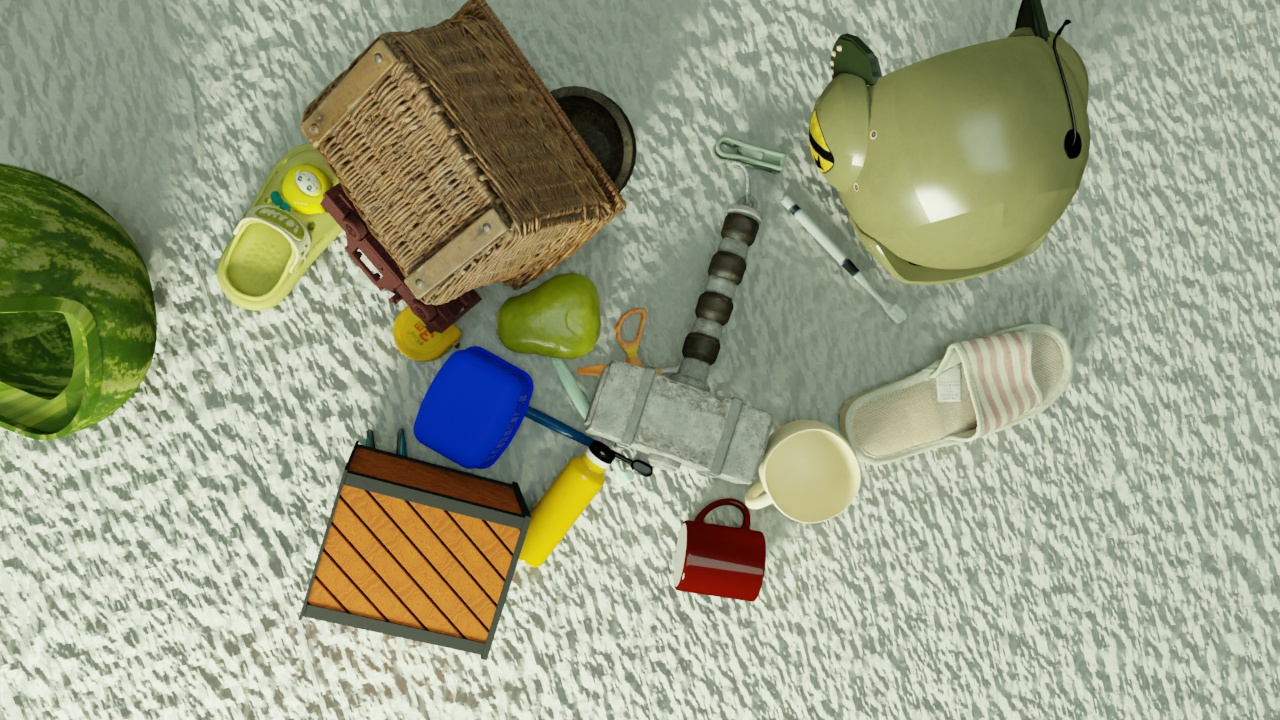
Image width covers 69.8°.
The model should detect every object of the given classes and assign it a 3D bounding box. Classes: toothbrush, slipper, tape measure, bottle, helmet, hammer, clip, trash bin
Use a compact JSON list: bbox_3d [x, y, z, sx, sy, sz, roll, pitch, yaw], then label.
[{"bbox_3d":[0.218,-0.108,0.979,0.187,0.017,0.012,45,69,-5],"label":"toothbrush"},{"bbox_3d":[0.342,0.036,0.980,0.263,0.052,0.115,-21,96,-2],"label":"slipper"},{"bbox_3d":[-0.223,-0.027,0.947,0.068,0.030,0.059,43,89,1],"label":"tape measure"},{"bbox_3d":[-0.079,0.146,0.949,0.043,0.043,0.144,36,101,-5],"label":"bottle"},{"bbox_3d":[-0.565,-0.057,0.820,0.214,0.247,0.243,-32,54,19],"label":"helmet"},{"bbox_3d":[-0.052,0.061,0.963,0.022,0.015,0.154,-31,86,18],"label":"toothbrush"},{"bbox_3d":[0.073,-0.044,0.941,0.177,0.079,0.326,19,82,-4],"label":"hammer"},{"bbox_3d":[0.113,-0.215,0.961,0.076,0.044,0.023,15,87,-4],"label":"clip"},{"bbox_3d":[0.283,-0.191,0.849,0.250,0.255,0.233,-14,91,-2],"label":"helmet"},{"bbox_3d":[-0.216,0.179,0.893,0.171,0.140,0.139,17,92,-14],"label":"trash bin"},{"bbox_3d":[-0.357,-0.135,0.908,0.091,0.081,0.190,37,93,-3],"label":"slipper"},{"bbox_3d":[-0.062,0.083,0.974,0.167,0.014,0.014,27,90,-4],"label":"toothbrush"}]

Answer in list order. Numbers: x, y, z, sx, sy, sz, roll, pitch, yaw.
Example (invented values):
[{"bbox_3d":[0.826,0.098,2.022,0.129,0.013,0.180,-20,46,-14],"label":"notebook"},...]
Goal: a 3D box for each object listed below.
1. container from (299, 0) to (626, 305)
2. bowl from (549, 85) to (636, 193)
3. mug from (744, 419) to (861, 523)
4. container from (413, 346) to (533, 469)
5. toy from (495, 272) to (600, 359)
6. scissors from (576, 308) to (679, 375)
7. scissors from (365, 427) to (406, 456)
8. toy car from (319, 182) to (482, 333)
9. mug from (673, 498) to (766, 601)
[{"bbox_3d":[-0.168,-0.181,0.841,0.163,0.182,0.250,-33,96,27],"label":"container"},{"bbox_3d":[-0.057,-0.214,0.929,0.121,0.056,0.121,5,106,18],"label":"bowl"},{"bbox_3d":[0.160,0.115,0.948,0.120,0.099,0.096,-31,93,4],"label":"mug"},{"bbox_3d":[-0.172,0.049,0.934,0.096,0.058,0.114,29,92,5],"label":"container"},{"bbox_3d":[-0.096,-0.044,0.945,0.110,0.051,0.090,-5,91,-1],"label":"toy"},{"bbox_3d":[-0.002,0.008,0.974,0.131,0.011,0.125,15,92,-4],"label":"scissors"},{"bbox_3d":[-0.261,0.141,0.961,0.146,0.019,0.133,-44,100,-5],"label":"scissors"},{"bbox_3d":[-0.239,-0.104,0.909,0.170,0.062,0.070,51,59,-11],"label":"toy car"},{"bbox_3d":[0.084,0.195,0.968,0.082,0.073,0.105,9,64,-5],"label":"mug"}]
